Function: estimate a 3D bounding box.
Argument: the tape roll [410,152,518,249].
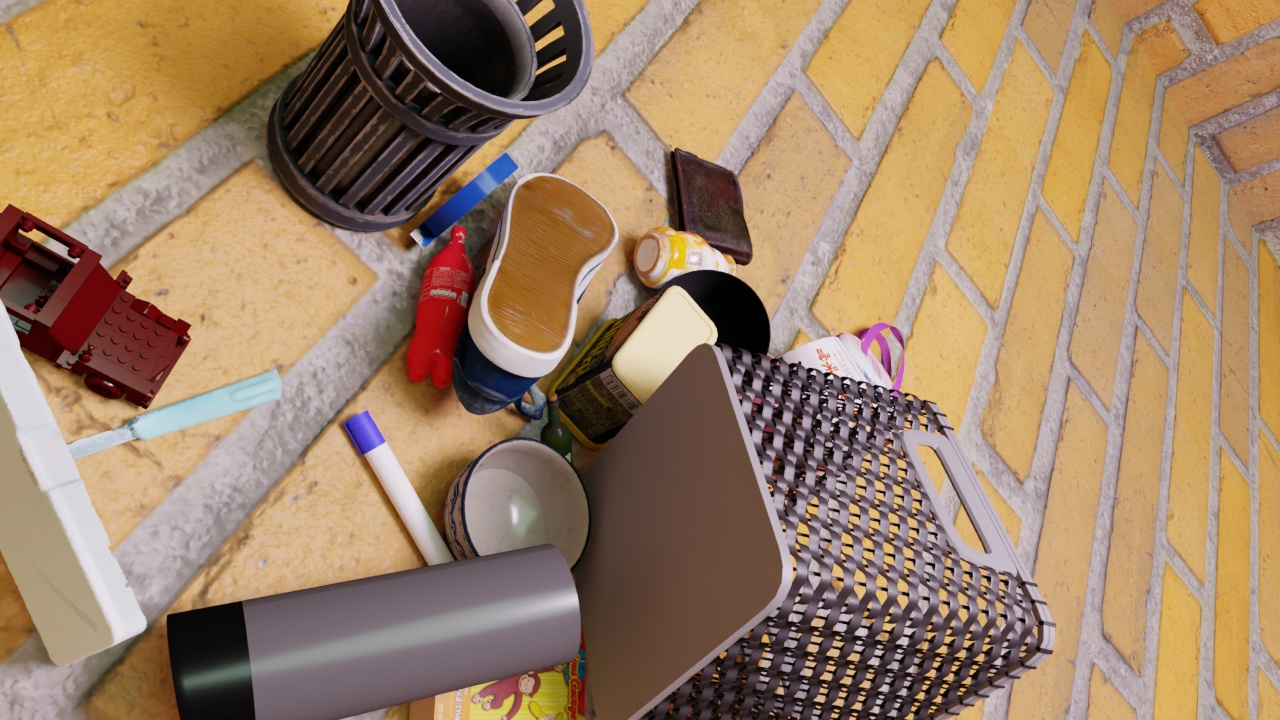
[{"bbox_3d":[-0.141,-0.138,0.764,0.016,0.093,0.091,50,32,-14],"label":"tape roll"}]

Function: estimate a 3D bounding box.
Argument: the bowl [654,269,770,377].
[{"bbox_3d":[0.069,-0.029,0.913,0.124,0.124,0.052,63,14,-2],"label":"bowl"}]

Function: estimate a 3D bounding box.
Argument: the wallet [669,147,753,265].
[{"bbox_3d":[0.075,-0.167,1.009,0.099,0.031,0.119,12,63,-40],"label":"wallet"}]

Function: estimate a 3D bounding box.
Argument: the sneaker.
[{"bbox_3d":[-0.095,-0.055,0.789,0.120,0.128,0.293,31,36,-13],"label":"sneaker"}]

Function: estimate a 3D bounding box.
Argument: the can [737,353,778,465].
[{"bbox_3d":[0.105,0.049,0.923,0.063,0.063,0.113,35,54,-26],"label":"can"}]

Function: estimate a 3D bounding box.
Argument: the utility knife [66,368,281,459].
[{"bbox_3d":[-0.312,0.039,0.601,0.168,0.016,0.022,-24,88,-45],"label":"utility knife"}]

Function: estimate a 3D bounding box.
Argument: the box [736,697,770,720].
[{"bbox_3d":[0.080,0.356,0.763,0.081,0.092,0.160,33,50,-6],"label":"box"}]

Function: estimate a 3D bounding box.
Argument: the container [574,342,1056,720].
[{"bbox_3d":[0.111,0.158,0.726,0.243,0.246,0.247,18,38,-30],"label":"container"}]

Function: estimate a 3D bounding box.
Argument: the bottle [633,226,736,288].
[{"bbox_3d":[0.047,-0.099,0.932,0.108,0.063,0.063,6,69,-39],"label":"bottle"}]

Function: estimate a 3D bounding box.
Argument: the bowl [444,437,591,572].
[{"bbox_3d":[-0.102,0.123,0.718,0.115,0.059,0.115,16,63,-36],"label":"bowl"}]

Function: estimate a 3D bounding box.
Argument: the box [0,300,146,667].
[{"bbox_3d":[-0.335,0.069,0.486,0.043,0.136,0.197,-23,89,-49],"label":"box"}]

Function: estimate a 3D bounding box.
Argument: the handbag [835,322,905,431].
[{"bbox_3d":[0.277,0.013,1.094,0.144,0.068,0.169,53,41,-12],"label":"handbag"}]

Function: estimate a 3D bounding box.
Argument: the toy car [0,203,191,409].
[{"bbox_3d":[-0.363,-0.041,0.557,0.169,0.062,0.070,35,54,-26],"label":"toy car"}]

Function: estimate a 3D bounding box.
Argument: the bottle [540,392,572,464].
[{"bbox_3d":[-0.069,0.069,0.751,0.025,0.025,0.106,-43,143,-42],"label":"bottle"}]

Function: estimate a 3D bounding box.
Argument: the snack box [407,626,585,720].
[{"bbox_3d":[-0.104,0.242,0.682,0.125,0.040,0.088,16,64,-36],"label":"snack box"}]

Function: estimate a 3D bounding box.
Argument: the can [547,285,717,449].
[{"bbox_3d":[-0.005,0.005,0.818,0.072,0.101,0.130,48,49,-12],"label":"can"}]

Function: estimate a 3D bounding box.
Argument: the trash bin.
[{"bbox_3d":[-0.168,-0.201,0.674,0.164,0.228,0.164,16,63,-35],"label":"trash bin"}]

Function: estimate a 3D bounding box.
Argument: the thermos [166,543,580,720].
[{"bbox_3d":[-0.165,0.179,0.587,0.240,0.082,0.082,-6,76,-26],"label":"thermos"}]

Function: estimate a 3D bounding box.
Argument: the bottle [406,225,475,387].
[{"bbox_3d":[-0.159,-0.047,0.749,0.042,0.042,0.141,23,59,-33],"label":"bottle"}]

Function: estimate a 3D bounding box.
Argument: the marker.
[{"bbox_3d":[-0.179,0.104,0.689,0.020,0.020,0.141,-33,95,-43],"label":"marker"}]

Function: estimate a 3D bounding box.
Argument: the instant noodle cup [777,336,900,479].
[{"bbox_3d":[0.196,0.048,0.974,0.123,0.124,0.121,-8,69,-42],"label":"instant noodle cup"}]
